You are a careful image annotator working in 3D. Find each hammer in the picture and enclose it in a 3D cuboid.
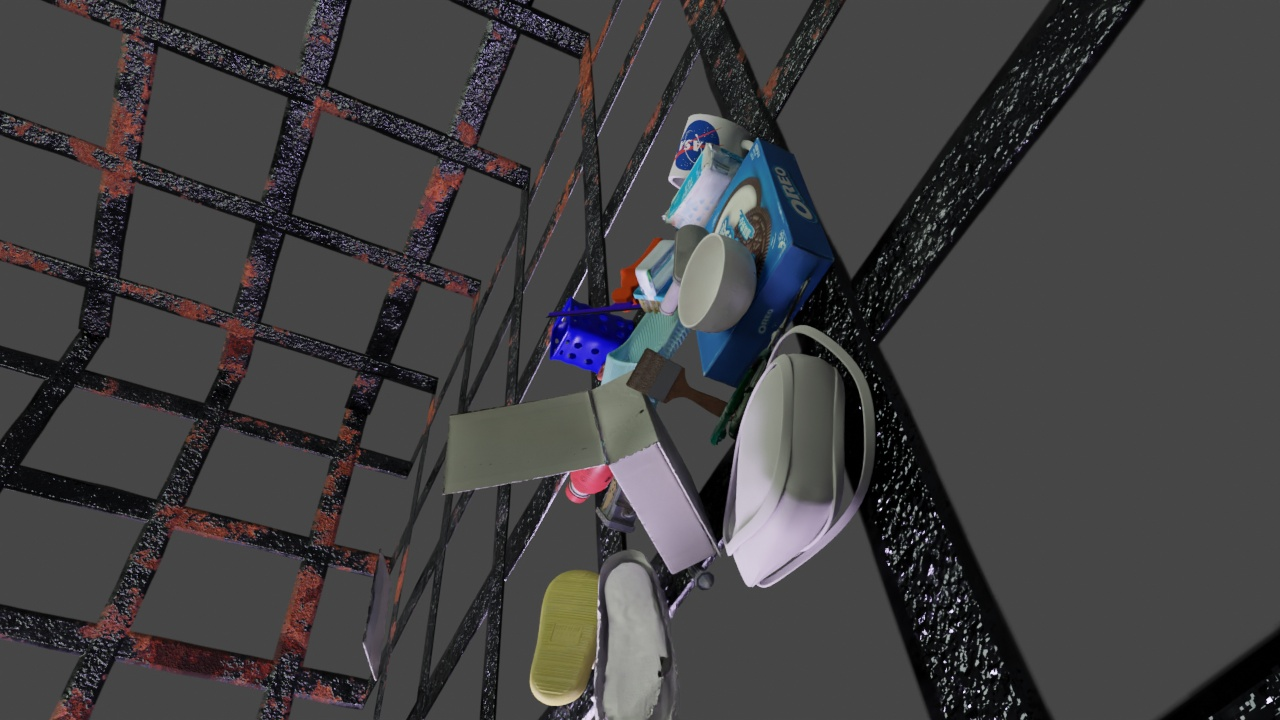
[{"bbox_3d":[0.022,0.198,1.089,0.098,0.044,0.322,-69,21,5],"label":"hammer"}]

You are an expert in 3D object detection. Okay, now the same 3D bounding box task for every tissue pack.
[{"bbox_3d":[0.096,-0.211,1.188,0.145,0.093,0.061,-52,23,44],"label":"tissue pack"}]

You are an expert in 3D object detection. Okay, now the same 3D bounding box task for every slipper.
[{"bbox_3d":[-0.007,0.324,0.988,0.112,0.074,0.246,-28,39,20],"label":"slipper"},{"bbox_3d":[-0.007,0.007,1.228,0.116,0.069,0.275,8,67,57],"label":"slipper"},{"bbox_3d":[-0.084,0.364,1.185,0.190,0.092,0.082,-76,-23,-46],"label":"slipper"}]

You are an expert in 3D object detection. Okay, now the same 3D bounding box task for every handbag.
[{"bbox_3d":[0.126,0.103,0.859,0.223,0.095,0.215,114,168,-55],"label":"handbag"}]

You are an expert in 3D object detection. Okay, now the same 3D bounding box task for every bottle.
[{"bbox_3d":[-0.060,0.147,1.334,0.177,0.062,0.062,-55,24,40],"label":"bottle"}]

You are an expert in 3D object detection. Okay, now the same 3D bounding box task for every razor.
[{"bbox_3d":[0.049,-0.095,1.123,0.116,0.047,0.088,118,161,-53],"label":"razor"}]

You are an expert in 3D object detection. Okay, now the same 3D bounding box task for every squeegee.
[{"bbox_3d":[-0.003,-0.126,1.417,0.250,0.055,0.184,-3,43,34],"label":"squeegee"}]

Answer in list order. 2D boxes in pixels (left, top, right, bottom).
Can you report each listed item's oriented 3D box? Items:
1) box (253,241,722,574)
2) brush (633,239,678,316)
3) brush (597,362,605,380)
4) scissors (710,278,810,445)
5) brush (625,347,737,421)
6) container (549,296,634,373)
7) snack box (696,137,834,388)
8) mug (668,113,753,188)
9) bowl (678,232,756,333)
[{"bbox_3d":[-0.133,0.054,0.932,0.149,0.506,0.166,-61,19,17],"label":"box"},{"bbox_3d":[0.045,-0.126,1.223,0.055,0.075,0.135,9,43,33],"label":"brush"},{"bbox_3d":[-0.024,0.025,1.386,0.041,0.030,0.172,-62,20,-8],"label":"brush"},{"bbox_3d":[0.129,0.007,0.944,0.209,0.015,0.155,-58,-17,-10],"label":"scissors"},{"bbox_3d":[0.055,0.037,0.979,0.045,0.143,0.008,-60,20,6],"label":"brush"},{"bbox_3d":[-0.077,-0.034,1.479,0.085,0.113,0.084,-56,23,39],"label":"container"},{"bbox_3d":[0.127,-0.115,1.060,0.238,0.056,0.196,-96,29,-50],"label":"snack box"},{"bbox_3d":[0.107,-0.273,1.247,0.121,0.091,0.090,17,88,37],"label":"mug"},{"bbox_3d":[0.085,-0.078,0.968,0.105,0.054,0.105,-166,91,-70],"label":"bowl"}]
